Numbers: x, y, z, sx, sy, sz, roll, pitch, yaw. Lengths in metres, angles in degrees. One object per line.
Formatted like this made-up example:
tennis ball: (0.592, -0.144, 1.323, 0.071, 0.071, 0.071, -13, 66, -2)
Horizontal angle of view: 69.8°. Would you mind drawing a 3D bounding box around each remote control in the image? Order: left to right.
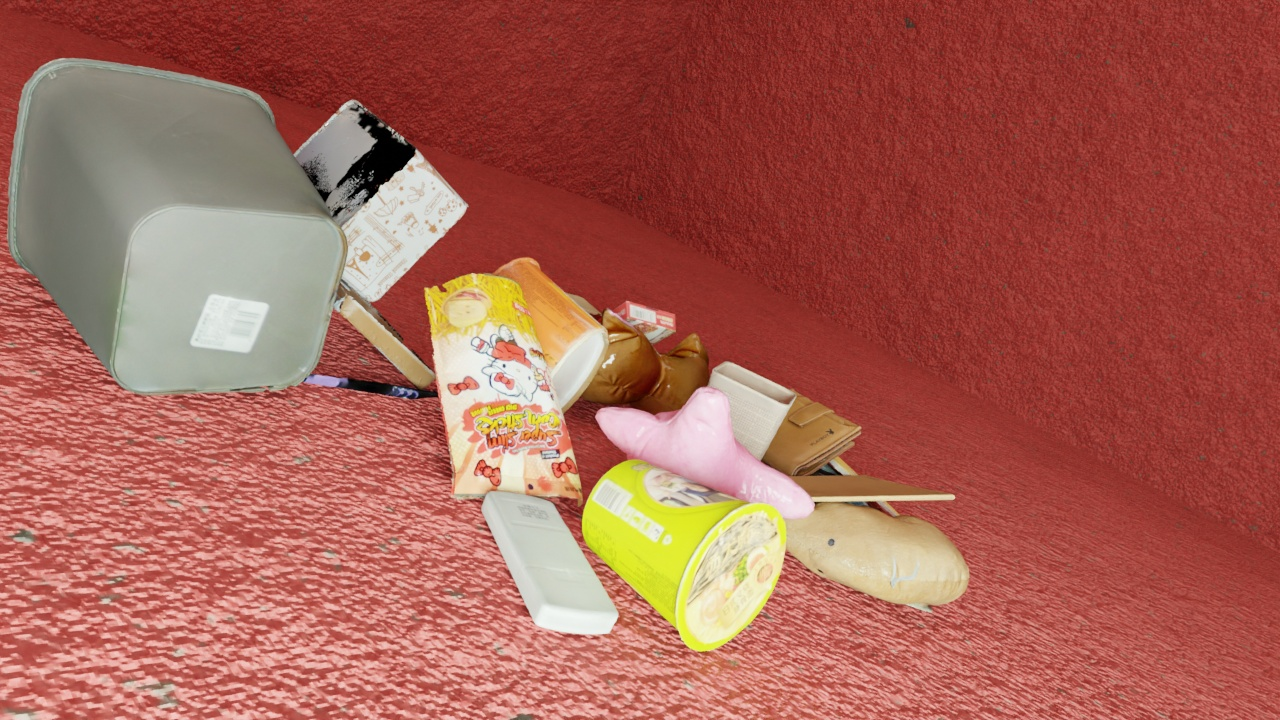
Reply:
remote control: (-0.068, 0.139, 0.644, 0.058, 0.021, 0.150, 16, 15, -30)

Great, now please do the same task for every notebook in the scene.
notebook: (0.180, 0.129, 0.919, 0.211, 0.012, 0.150, 2, -1, -20)
notebook: (0.251, 0.131, 1.144, 0.146, 0.010, 0.206, 40, 5, -20)

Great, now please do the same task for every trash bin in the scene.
trash bin: (-0.357, -0.095, 0.722, 0.198, 0.199, 0.220, -3, 35, -45)

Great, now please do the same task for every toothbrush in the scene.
toothbrush: (-0.225, 0.029, 0.836, 0.188, 0.014, 0.016, 12, 30, -41)

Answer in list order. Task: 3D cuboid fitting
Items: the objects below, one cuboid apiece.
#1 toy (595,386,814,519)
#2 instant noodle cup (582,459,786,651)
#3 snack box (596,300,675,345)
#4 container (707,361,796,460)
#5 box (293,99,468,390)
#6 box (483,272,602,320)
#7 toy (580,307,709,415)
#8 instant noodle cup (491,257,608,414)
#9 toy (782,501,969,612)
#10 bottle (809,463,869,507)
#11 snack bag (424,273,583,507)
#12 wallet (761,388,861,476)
toy: (0.044, 0.103, 0.778, 0.194, 0.179, 0.074, 49, 43, -26)
instant noodle cup: (0.024, 0.131, 0.672, 0.111, 0.112, 0.123, 9, 11, -47)
snack box: (-0.031, -0.026, 1.148, 0.075, 0.153, 0.025, 15, 61, -34)
container: (0.104, 0.072, 1.013, 0.090, 0.111, 0.090, 26, 13, 12)
box: (-0.240, -0.115, 0.883, 0.181, 0.158, 0.205, 38, -12, 46)
box: (-0.136, -0.070, 1.233, 0.168, 0.077, 0.091, 12, 18, -36)
toy: (-0.006, 0.006, 1.051, 0.199, 0.140, 0.130, 17, 32, -43)
instant noodle cup: (-0.110, -0.012, 0.927, 0.111, 0.151, 0.151, 36, 16, 14)
toy: (0.201, 0.176, 0.857, 0.225, 0.082, 0.143, 15, 0, -21)
bottle: (0.216, 0.149, 1.053, 0.079, 0.044, 0.195, 23, 12, -31)
snack bag: (-0.120, 0.027, 0.780, 0.128, 0.073, 0.207, 12, 47, -42)
wallet: (0.179, 0.085, 1.076, 0.107, 0.031, 0.132, -29, 32, -17)
